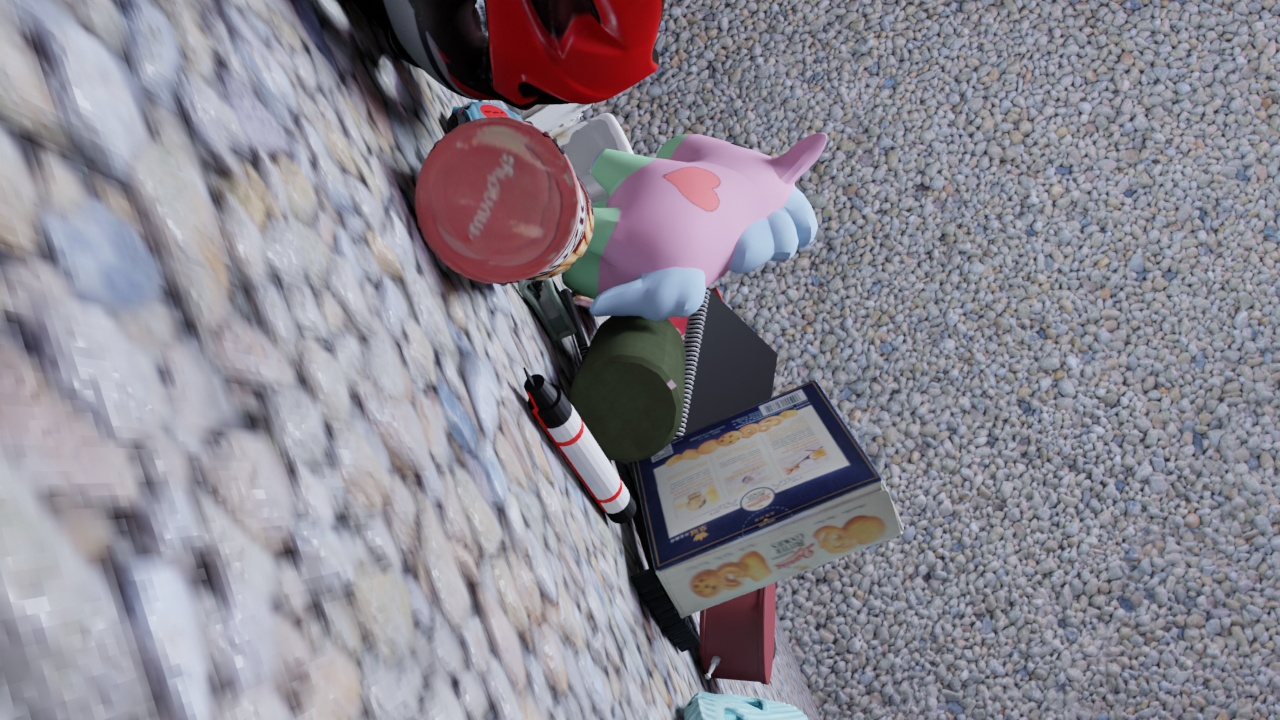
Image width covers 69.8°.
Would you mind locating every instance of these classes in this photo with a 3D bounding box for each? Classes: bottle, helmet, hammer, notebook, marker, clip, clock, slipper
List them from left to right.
[{"bbox_3d":[-0.074,-0.228,0.457,0.271,0.167,0.217,-89,155,-81],"label":"helmet"},{"bbox_3d":[-0.064,-0.044,0.610,0.076,0.023,0.047,64,2,-61],"label":"clip"},{"bbox_3d":[-0.033,0.048,0.498,0.146,0.019,0.019,63,6,-49],"label":"marker"},{"bbox_3d":[-0.024,0.051,0.677,0.095,0.015,0.324,62,5,-48],"label":"hammer"},{"bbox_3d":[-0.004,0.004,0.649,0.206,0.071,0.071,-78,145,-74],"label":"bottle"},{"bbox_3d":[0.064,0.064,0.752,0.149,0.016,0.206,36,60,-52],"label":"notebook"},{"bbox_3d":[0.077,0.195,0.697,0.137,0.048,0.096,35,57,-74],"label":"clock"},{"bbox_3d":[0.084,0.254,0.559,0.116,0.069,0.276,65,2,26],"label":"slipper"}]

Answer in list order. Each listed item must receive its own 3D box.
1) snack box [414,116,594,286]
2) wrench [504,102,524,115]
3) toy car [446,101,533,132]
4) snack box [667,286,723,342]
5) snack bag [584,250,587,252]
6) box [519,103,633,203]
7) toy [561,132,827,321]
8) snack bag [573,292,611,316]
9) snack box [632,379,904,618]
[{"bbox_3d":[-0.061,-0.074,0.452,0.121,0.072,0.072,-78,144,-85],"label":"snack box"},{"bbox_3d":[-0.094,-0.202,0.827,0.273,0.018,0.083,56,17,-16],"label":"wrench"},{"bbox_3d":[-0.081,-0.126,0.570,0.028,0.060,0.107,-46,-121,45],"label":"toy car"},{"bbox_3d":[0.032,-0.013,0.925,0.021,0.133,0.089,63,5,-53],"label":"snack box"},{"bbox_3d":[-0.064,-0.146,0.969,0.205,0.058,0.096,-5,73,-86],"label":"snack bag"},{"bbox_3d":[-0.063,-0.168,0.743,0.130,0.110,0.103,63,5,-52],"label":"box"},{"bbox_3d":[0.042,-0.094,0.663,0.221,0.171,0.120,-74,177,-46],"label":"toy"},{"bbox_3d":[-0.028,-0.061,0.922,0.155,0.074,0.018,-94,-158,-80],"label":"snack bag"},{"bbox_3d":[0.073,0.084,0.594,0.145,0.144,0.043,-104,170,-66],"label":"snack box"}]
